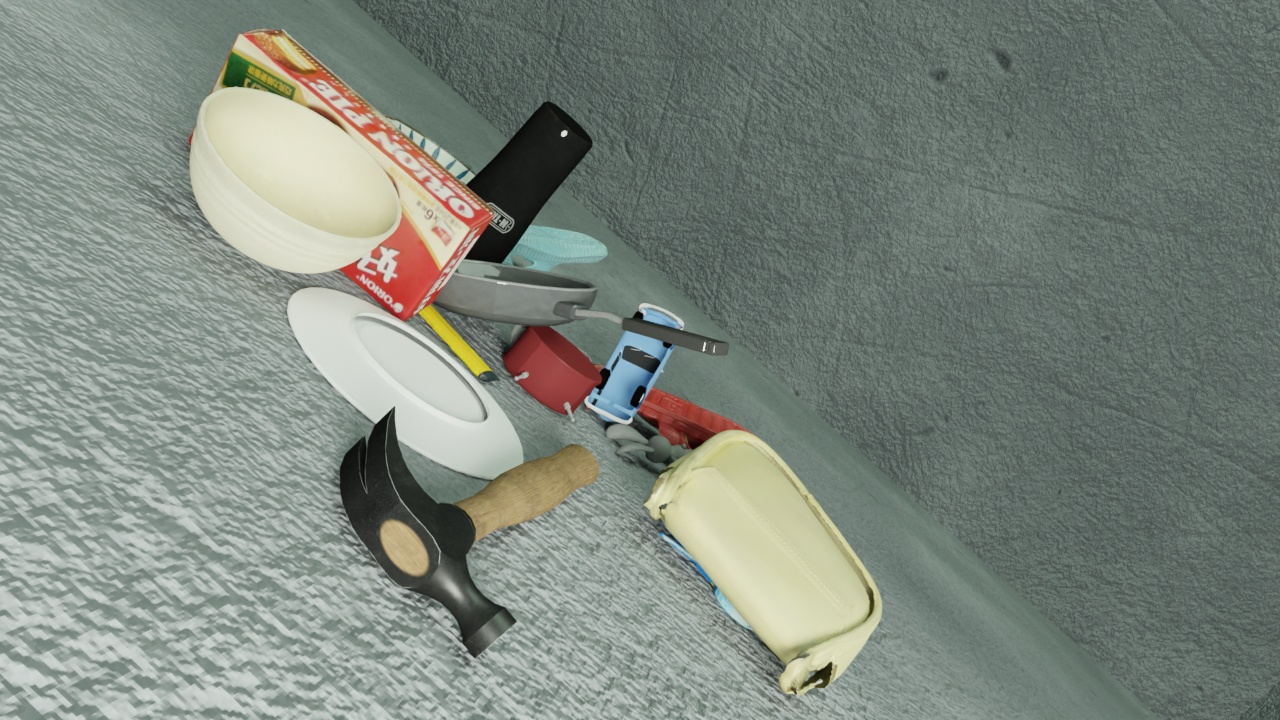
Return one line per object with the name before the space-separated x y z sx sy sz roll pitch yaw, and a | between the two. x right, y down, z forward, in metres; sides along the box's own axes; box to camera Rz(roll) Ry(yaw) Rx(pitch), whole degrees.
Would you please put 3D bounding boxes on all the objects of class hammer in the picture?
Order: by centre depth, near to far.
hammer | -0.085 0.084 0.596 0.132 0.040 0.305 49 11 7

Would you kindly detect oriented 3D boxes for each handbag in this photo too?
handbag | 0.101 0.171 0.786 0.190 0.089 0.233 0 42 -52

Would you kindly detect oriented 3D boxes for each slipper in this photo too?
slipper | 0.041 0.081 1.062 0.249 0.059 0.103 25 12 -1
slipper | -0.160 -0.155 1.278 0.275 0.070 0.116 2 26 -46

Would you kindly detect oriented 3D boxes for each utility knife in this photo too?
utility knife | -0.203 -0.057 0.829 0.218 0.019 0.030 48 6 11

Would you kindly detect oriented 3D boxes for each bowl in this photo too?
bowl | -0.259 -0.118 0.666 0.150 0.075 0.150 35 27 -22
bowl | -0.272 -0.233 1.179 0.177 0.071 0.177 37 9 -7

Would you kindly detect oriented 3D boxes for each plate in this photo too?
plate | -0.166 0.011 0.683 0.208 0.015 0.208 40 10 -9

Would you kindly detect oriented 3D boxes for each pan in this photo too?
pan | -0.068 -0.045 0.836 0.358 0.041 0.178 17 12 40

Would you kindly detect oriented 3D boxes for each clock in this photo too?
clock | -0.088 0.004 0.917 0.096 0.048 0.137 38 10 -18

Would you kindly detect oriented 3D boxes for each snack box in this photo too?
snack box | -0.249 -0.153 0.767 0.236 0.113 0.060 41 28 -4

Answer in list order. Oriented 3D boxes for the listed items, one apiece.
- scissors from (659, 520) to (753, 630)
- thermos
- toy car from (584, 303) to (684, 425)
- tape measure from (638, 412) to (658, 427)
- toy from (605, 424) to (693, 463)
scissors | 0.060 0.188 0.797 0.130 0.018 0.110 39 7 -20
thermos | -0.153 -0.194 1.067 0.106 0.219 0.105 40 18 -16
toy car | -0.006 0.006 1.004 0.056 0.153 0.055 26 -31 7
tape measure | 0.015 0.063 1.145 0.059 0.019 0.051 46 10 26
toy | 0.019 0.093 0.955 0.111 0.030 0.049 21 20 -32
